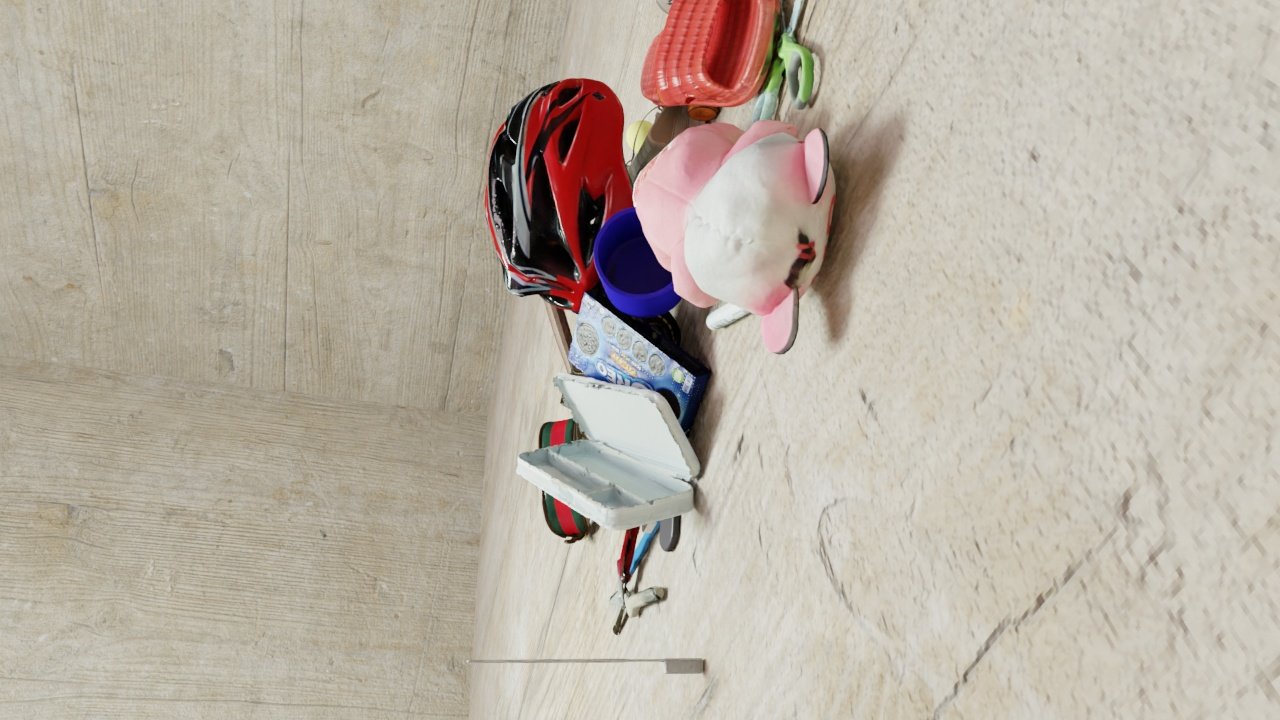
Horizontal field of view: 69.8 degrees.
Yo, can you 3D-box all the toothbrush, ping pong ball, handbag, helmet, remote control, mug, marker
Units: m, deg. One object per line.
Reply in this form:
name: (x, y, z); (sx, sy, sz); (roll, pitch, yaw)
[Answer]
toothbrush: (-0.004, 0.195, 0.945); (0.167, 0.014, 0.016); (113, 161, -50)
ping pong ball: (0.002, -0.281, 1.151); (0.040, 0.040, 0.040); (-173, 91, -78)
handbag: (0.036, -0.279, 1.007); (0.176, 0.062, 0.197); (140, 145, -71)
handbag: (-0.090, 0.161, 1.223); (0.138, 0.063, 0.166); (45, -142, -71)
helmet: (-0.082, -0.180, 0.982); (0.218, 0.167, 0.271); (112, 157, -56)
remote control: (0.028, 0.116, 0.860); (0.047, 0.009, 0.124); (130, 146, -67)
toothbrush: (-0.041, 0.234, 0.701); (0.010, 0.181, 0.010); (109, 161, -60)
mug: (0.018, -0.083, 0.799); (0.083, 0.111, 0.079); (68, -154, -81)
marker: (0.079, -0.043, 0.716); (0.147, 0.017, 0.017); (148, 129, -73)

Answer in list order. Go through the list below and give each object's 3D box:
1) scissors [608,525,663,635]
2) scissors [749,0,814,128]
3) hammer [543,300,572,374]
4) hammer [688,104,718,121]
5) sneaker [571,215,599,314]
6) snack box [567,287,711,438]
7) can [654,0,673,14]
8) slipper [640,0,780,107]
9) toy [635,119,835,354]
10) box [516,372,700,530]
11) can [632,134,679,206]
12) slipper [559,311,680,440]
scissors: (-0.010, 0.224, 0.926); (0.179, 0.015, 0.187); (-152, 57, -68)
scissors: (0.109, -0.240, 0.710); (0.168, 0.023, 0.171); (104, 171, -48)
hammer: (-0.089, -0.005, 1.160); (0.115, 0.033, 0.322); (103, 151, -69)
hammer: (0.074, -0.393, 0.916); (0.138, 0.035, 0.314); (171, 106, -75)
sneaker: (-0.050, -0.068, 1.133); (0.232, 0.091, 0.119); (-93, 21, -43)
snack box: (-0.005, 0.005, 0.848); (0.150, 0.027, 0.082); (38, 128, 31)
can: (0.064, -0.353, 0.817); (0.136, 0.054, 0.054); (2, 83, 61)
slipper: (0.044, -0.275, 0.809); (0.249, 0.059, 0.103); (30, 106, 65)
toy: (0.064, -0.098, 0.628); (0.213, 0.084, 0.142); (48, 121, 60)
box: (-0.035, 0.062, 0.845); (0.216, 0.106, 0.125); (16, 108, 56)
can: (0.044, -0.153, 0.800); (0.136, 0.078, 0.078); (178, 100, -77)
slipper: (-0.029, 0.033, 0.957); (0.075, 0.113, 0.269); (-52, -12, -40)
